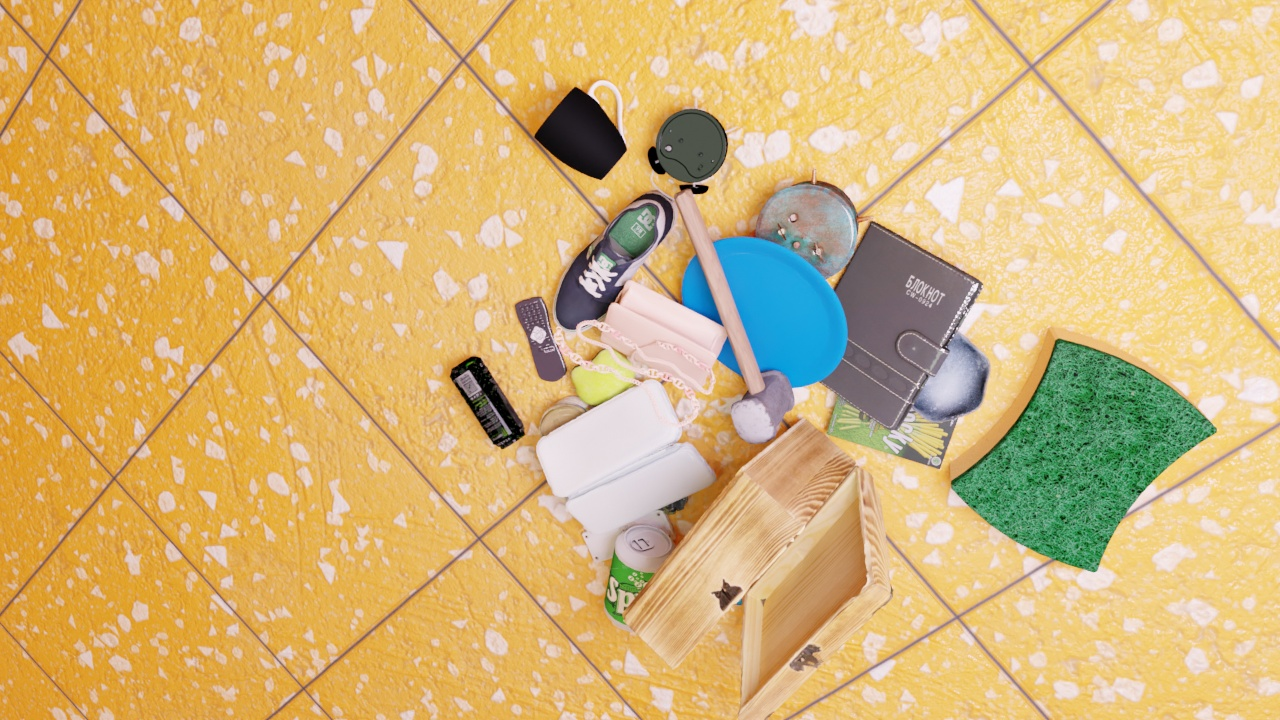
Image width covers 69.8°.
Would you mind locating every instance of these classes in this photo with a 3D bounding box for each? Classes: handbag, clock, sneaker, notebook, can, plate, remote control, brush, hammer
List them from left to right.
[{"bbox_3d":[-0.220,0.060,1.325,0.054,0.053,0.137,-30,95,23],"label":"can"},{"bbox_3d":[-0.140,-0.028,1.298,0.046,0.009,0.124,-14,101,21],"label":"remote control"},{"bbox_3d":[-0.096,0.096,1.303,0.086,0.043,0.086,5,108,16],"label":"can"},{"bbox_3d":[-0.046,-0.123,1.203,0.084,0.078,0.236,42,114,1],"label":"sneaker"},{"bbox_3d":[-0.017,0.256,1.343,0.136,0.011,0.050,-21,99,21],"label":"remote control"},{"bbox_3d":[-0.006,0.007,1.171,0.199,0.186,0.117,28,145,4],"label":"handbag"},{"bbox_3d":[-0.001,0.310,1.303,0.088,0.087,0.140,17,119,12],"label":"can"},{"bbox_3d":[0.060,-0.259,1.150,0.091,0.042,0.121,36,113,5],"label":"clock"},{"bbox_3d":[0.109,-0.054,1.124,0.052,0.097,0.328,-11,110,33],"label":"hammer"},{"bbox_3d":[0.156,-0.061,1.152,0.224,0.024,0.225,22,137,22],"label":"plate"},{"bbox_3d":[0.194,-0.146,1.126,0.121,0.073,0.158,40,114,3],"label":"clock"},{"bbox_3d":[0.297,-0.040,1.115,0.169,0.029,0.209,39,118,34],"label":"notebook"},{"bbox_3d":[0.517,0.106,1.097,0.195,0.075,0.251,31,112,7],"label":"brush"}]

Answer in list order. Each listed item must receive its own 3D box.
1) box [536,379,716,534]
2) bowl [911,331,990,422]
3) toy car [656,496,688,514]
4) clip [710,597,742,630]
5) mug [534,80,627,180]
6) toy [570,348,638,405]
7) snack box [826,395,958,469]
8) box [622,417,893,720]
[{"bbox_3d":[-0.023,0.141,1.245,0.211,0.084,0.186,-26,96,17],"label":"box"},{"bbox_3d":[0.372,0.021,1.122,0.110,0.055,0.110,-2,85,26],"label":"bowl"},{"bbox_3d":[0.016,0.189,1.303,0.107,0.030,0.049,6,106,12],"label":"toy car"},{"bbox_3d":[0.096,0.346,1.315,0.119,0.121,0.033,-14,104,-14],"label":"clip"},{"bbox_3d":[-0.060,-0.294,1.165,0.100,0.085,0.118,40,83,-11],"label":"mug"},{"bbox_3d":[-0.038,0.041,1.269,0.092,0.046,0.115,-34,101,22],"label":"toy"},{"bbox_3d":[0.323,0.077,1.177,0.148,0.025,0.080,17,110,12],"label":"snack box"},{"bbox_3d":[0.175,0.259,1.158,0.220,0.257,0.280,39,117,13],"label":"box"}]
